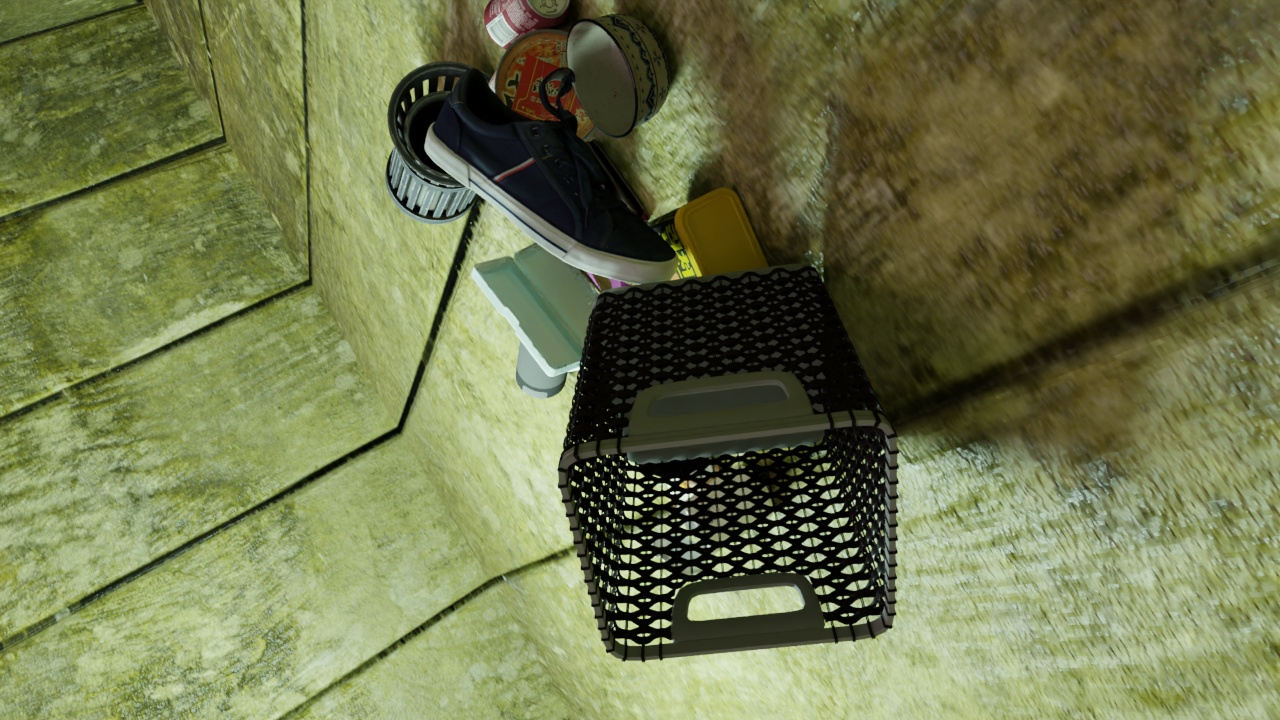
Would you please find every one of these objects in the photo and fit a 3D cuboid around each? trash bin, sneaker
[{"bbox_3d":[-0.275,-0.286,1.273,0.164,0.164,0.228,61,159,-2],"label":"trash bin"},{"bbox_3d":[-0.072,-0.189,0.887,0.294,0.120,0.127,37,123,11],"label":"sneaker"}]

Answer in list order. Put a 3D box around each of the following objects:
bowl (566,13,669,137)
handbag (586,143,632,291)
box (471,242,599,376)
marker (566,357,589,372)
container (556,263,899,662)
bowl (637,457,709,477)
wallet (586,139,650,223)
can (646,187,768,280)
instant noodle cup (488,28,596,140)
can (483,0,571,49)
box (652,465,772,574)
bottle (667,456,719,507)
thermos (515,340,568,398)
[{"bbox_3d":[-0.016,-0.284,0.897,0.115,0.059,0.116,43,151,32],"label":"bowl"},{"bbox_3d":[-0.062,-0.155,1.062,0.170,0.067,0.145,61,152,1],"label":"handbag"},{"bbox_3d":[-0.123,-0.074,1.234,0.197,0.135,0.043,51,148,20],"label":"box"},{"bbox_3d":[-0.065,0.000,1.308,0.142,0.020,0.020,-10,109,51],"label":"marker"},{"bbox_3d":[0.074,0.079,0.811,0.243,0.247,0.246,-90,-9,-54],"label":"container"},{"bbox_3d":[0.041,0.085,1.170,0.124,0.124,0.052,57,-171,6],"label":"bowl"},{"bbox_3d":[-0.041,-0.187,1.088,0.120,0.031,0.100,57,152,10],"label":"wallet"},{"bbox_3d":[0.067,-0.098,0.932,0.131,0.072,0.101,65,158,-10],"label":"can"},{"bbox_3d":[-0.115,-0.295,1.020,0.122,0.123,0.124,25,139,65],"label":"instant noodle cup"},{"bbox_3d":[-0.122,-0.379,0.990,0.114,0.063,0.063,4,120,61],"label":"can"},{"bbox_3d":[0.084,0.202,1.124,0.081,0.160,0.092,52,166,28],"label":"box"},{"bbox_3d":[0.066,0.165,1.226,0.063,0.063,0.109,53,155,14],"label":"bottle"},{"bbox_3d":[-0.139,-0.030,1.378,0.082,0.082,0.241,52,154,17],"label":"thermos"}]
